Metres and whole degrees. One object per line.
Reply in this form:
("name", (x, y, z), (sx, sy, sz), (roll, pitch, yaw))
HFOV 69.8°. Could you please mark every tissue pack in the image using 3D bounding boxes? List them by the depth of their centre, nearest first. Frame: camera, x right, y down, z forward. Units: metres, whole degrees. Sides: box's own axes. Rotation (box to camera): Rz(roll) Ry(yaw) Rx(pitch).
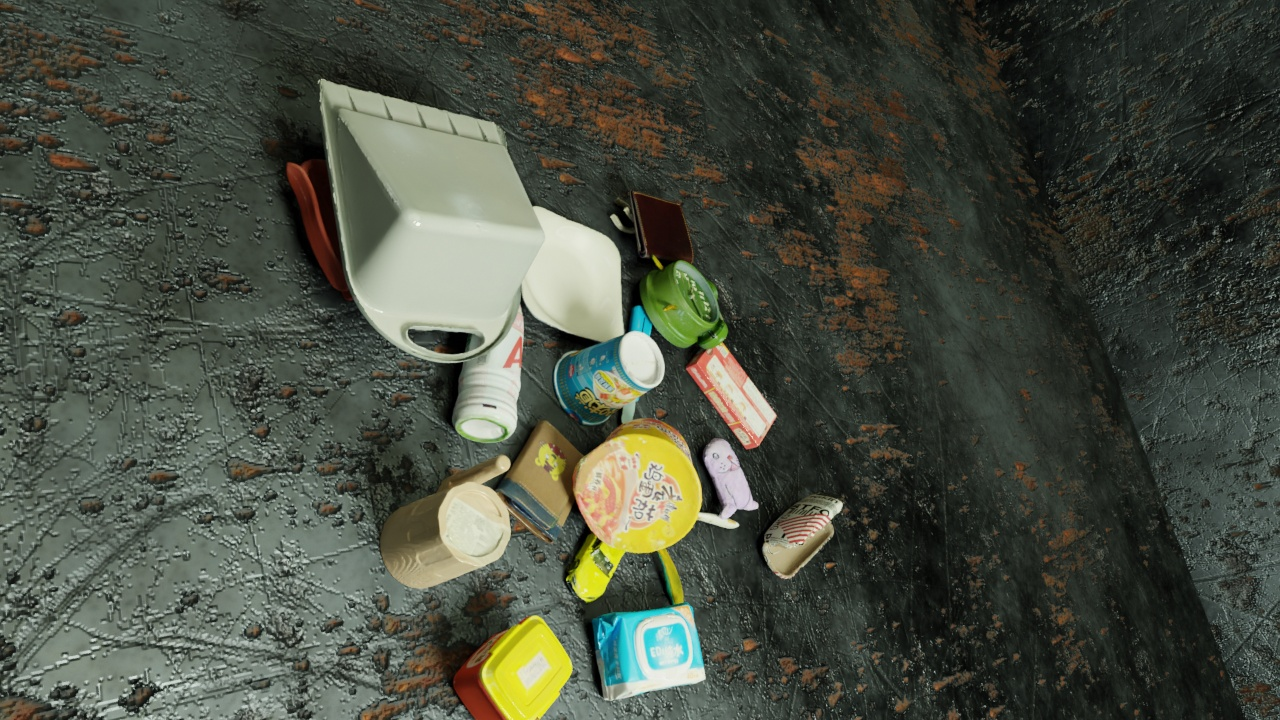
("tissue pack", (0.011, 0.320, 1.019), (0.139, 0.063, 0.090), (7, 65, -43))

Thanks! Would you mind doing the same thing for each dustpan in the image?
("dustpan", (-0.219, -0.136, 0.953), (0.222, 0.143, 0.257), (2, 44, -44))

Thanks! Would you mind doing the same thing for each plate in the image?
("plate", (-0.092, -0.101, 1.149), (0.163, 0.034, 0.164), (18, 58, -39))

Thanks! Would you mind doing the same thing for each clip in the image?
("clip", (0.004, -0.203, 1.300), (0.104, 0.035, 0.082), (23, 56, -42))

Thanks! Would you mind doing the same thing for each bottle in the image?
("bottle", (-0.161, -0.009, 1.011), (0.068, 0.068, 0.196), (28, 50, -34))

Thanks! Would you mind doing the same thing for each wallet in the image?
("wallet", (-0.105, 0.134, 1.022), (0.090, 0.033, 0.115), (46, 41, -17))
("wallet", (0.029, -0.185, 1.286), (0.122, 0.020, 0.096), (0, 75, -56))

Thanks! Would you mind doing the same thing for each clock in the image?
("clock", (0.067, -0.075, 1.267), (0.161, 0.056, 0.116), (26, 43, -45))

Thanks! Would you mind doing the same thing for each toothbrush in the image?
("toothbrush", (0.059, 0.190, 1.170), (0.191, 0.016, 0.018), (21, 48, -36))

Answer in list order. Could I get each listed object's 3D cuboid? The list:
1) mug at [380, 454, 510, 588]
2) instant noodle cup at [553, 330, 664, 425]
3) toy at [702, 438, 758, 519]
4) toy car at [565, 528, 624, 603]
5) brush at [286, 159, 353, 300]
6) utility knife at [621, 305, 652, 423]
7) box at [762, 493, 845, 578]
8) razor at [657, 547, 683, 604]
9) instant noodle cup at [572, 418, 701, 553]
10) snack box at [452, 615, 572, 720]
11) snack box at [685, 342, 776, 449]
("mug", (-0.178, 0.152, 0.882), (0.084, 0.104, 0.124), (43, 46, -22))
("instant noodle cup", (-0.032, 0.017, 1.094), (0.099, 0.110, 0.099), (23, 55, -37))
("toy", (0.113, 0.156, 1.224), (0.083, 0.039, 0.108), (-9, 78, -51))
("toy car", (-0.045, 0.224, 1.035), (0.048, 0.032, 0.105), (49, 45, -16))
("brush", (-0.308, -0.138, 0.928), (0.069, 0.063, 0.146), (-19, 83, -62))
("utility knife", (-0.007, 0.007, 1.194), (0.034, 0.018, 0.190), (31, 51, -32))
("box", (0.227, 0.246, 1.282), (0.162, 0.076, 0.088), (-30, 119, -49))
("razor", (0.024, 0.242, 1.102), (0.043, 0.028, 0.132), (-23, 89, -52))
("instant noodle cup", (0.002, 0.132, 1.042), (0.138, 0.138, 0.109), (55, 12, -9))
("snack box", (-0.124, 0.302, 0.878), (0.082, 0.080, 0.091), (57, 42, -6))
("snack box", (0.131, 0.046, 1.307), (0.153, 0.026, 0.075), (52, 44, -12))
